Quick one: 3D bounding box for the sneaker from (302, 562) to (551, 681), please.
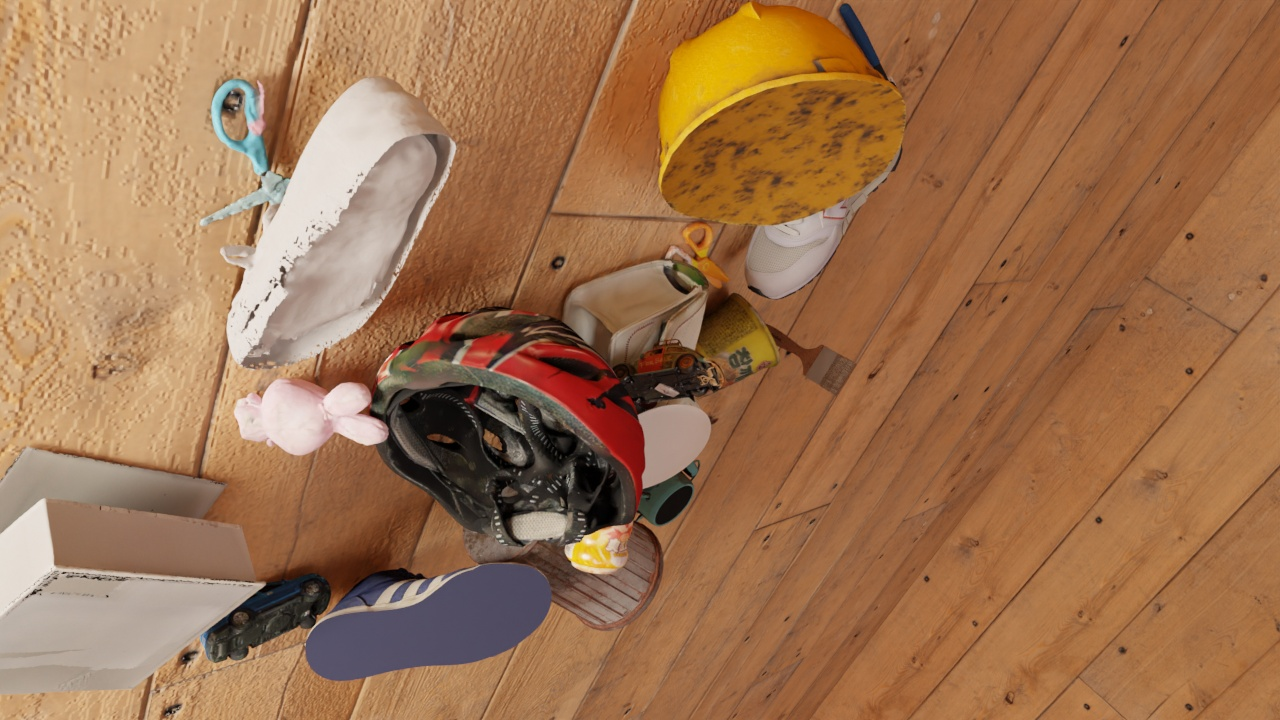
[{"bbox_3d":[-0.204,0.249,0.920,0.233,0.091,0.118,-16,-177,-7],"label":"sneaker"}]

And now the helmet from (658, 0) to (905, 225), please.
[{"bbox_3d":[0.104,-0.221,0.778,0.206,0.131,0.255,-24,163,25],"label":"helmet"}]

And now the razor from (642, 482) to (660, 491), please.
[{"bbox_3d":[-0.038,0.109,1.039,0.142,0.047,0.052,29,71,-32],"label":"razor"}]

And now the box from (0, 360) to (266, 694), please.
[{"bbox_3d":[-0.489,0.083,0.741,0.172,0.404,0.168,-49,149,6],"label":"box"}]

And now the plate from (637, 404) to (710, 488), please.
[{"bbox_3d":[0.010,0.088,0.948,0.134,0.011,0.135,-17,141,-15],"label":"plate"}]

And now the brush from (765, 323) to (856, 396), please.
[{"bbox_3d":[0.190,-0.011,1.110,0.045,0.143,0.008,-60,149,5],"label":"brush"}]

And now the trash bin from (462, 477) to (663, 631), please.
[{"bbox_3d":[-0.077,0.205,1.005,0.131,0.131,0.211,-47,130,2],"label":"trash bin"}]

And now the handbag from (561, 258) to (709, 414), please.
[{"bbox_3d":[-0.006,0.005,0.944,0.141,0.096,0.199,-23,141,-31],"label":"handbag"}]

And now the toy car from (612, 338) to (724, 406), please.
[{"bbox_3d":[0.022,0.009,0.849,0.112,0.047,0.047,-9,138,17],"label":"toy car"}]

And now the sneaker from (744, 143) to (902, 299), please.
[{"bbox_3d":[0.180,-0.186,0.967,0.239,0.089,0.124,-51,145,-8],"label":"sneaker"}]

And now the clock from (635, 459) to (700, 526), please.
[{"bbox_3d":[0.039,0.172,1.228,0.124,0.053,0.090,-24,143,-37],"label":"clock"}]

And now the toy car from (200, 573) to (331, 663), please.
[{"bbox_3d":[-0.347,0.233,0.850,0.120,0.043,0.056,-17,138,-43],"label":"toy car"}]

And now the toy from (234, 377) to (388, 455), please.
[{"bbox_3d":[-0.255,0.042,0.715,0.110,0.047,0.064,0,126,5],"label":"toy"}]

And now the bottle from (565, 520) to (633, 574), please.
[{"bbox_3d":[-0.037,0.152,0.902,0.063,0.063,0.108,10,88,-54],"label":"bottle"}]

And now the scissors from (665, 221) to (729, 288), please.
[{"bbox_3d":[0.064,-0.099,0.985,0.070,0.013,0.130,-46,148,1],"label":"scissors"}]

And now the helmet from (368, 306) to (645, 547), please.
[{"bbox_3d":[-0.108,0.054,0.787,0.218,0.166,0.272,-7,143,22],"label":"helmet"}]

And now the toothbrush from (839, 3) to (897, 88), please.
[{"bbox_3d":[0.235,-0.314,0.938,0.014,0.014,0.167,-21,154,25],"label":"toothbrush"}]

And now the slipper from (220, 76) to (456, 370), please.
[{"bbox_3d":[-0.210,-0.080,0.607,0.112,0.074,0.247,5,137,-43],"label":"slipper"}]

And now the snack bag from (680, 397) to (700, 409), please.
[{"bbox_3d":[-0.019,0.119,1.114,0.225,0.041,0.077,-42,147,-4],"label":"snack bag"}]

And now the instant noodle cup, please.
[{"bbox_3d":[0.089,-0.010,1.049,0.108,0.102,0.102,-32,147,-6],"label":"instant noodle cup"}]

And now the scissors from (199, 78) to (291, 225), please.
[{"bbox_3d":[-0.230,-0.130,0.607,0.135,0.015,0.135,-24,149,-26],"label":"scissors"}]
